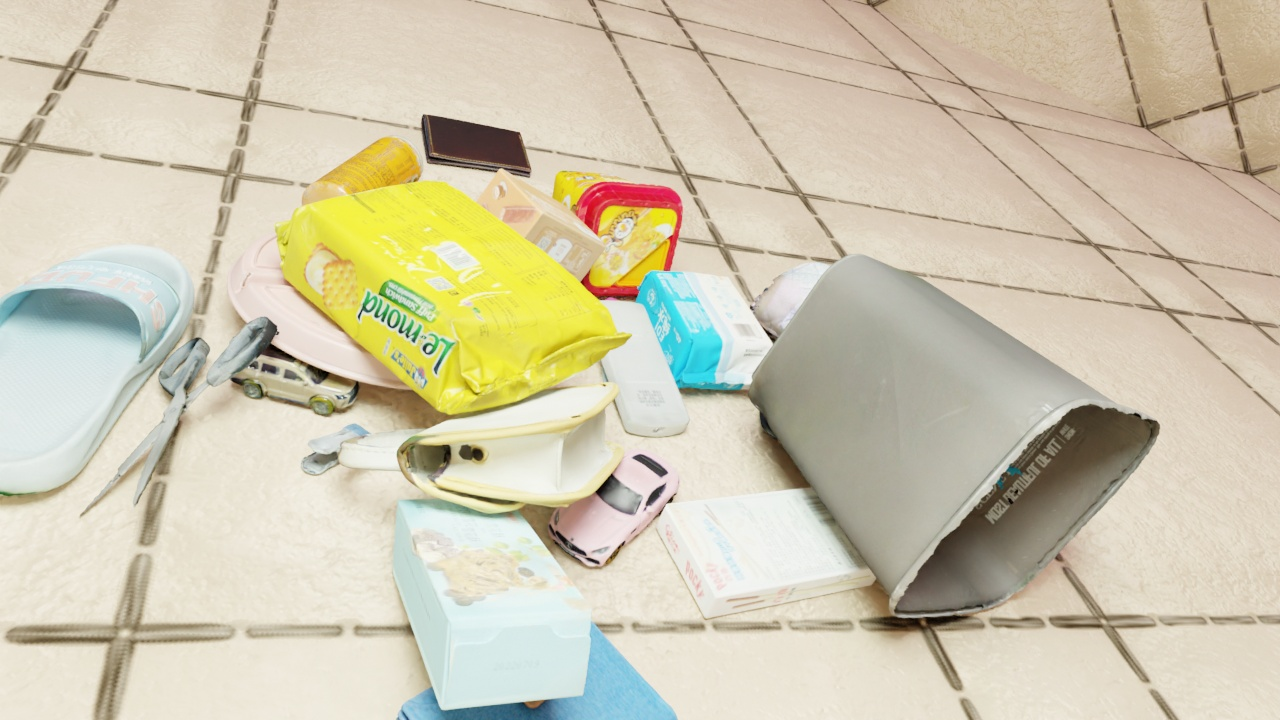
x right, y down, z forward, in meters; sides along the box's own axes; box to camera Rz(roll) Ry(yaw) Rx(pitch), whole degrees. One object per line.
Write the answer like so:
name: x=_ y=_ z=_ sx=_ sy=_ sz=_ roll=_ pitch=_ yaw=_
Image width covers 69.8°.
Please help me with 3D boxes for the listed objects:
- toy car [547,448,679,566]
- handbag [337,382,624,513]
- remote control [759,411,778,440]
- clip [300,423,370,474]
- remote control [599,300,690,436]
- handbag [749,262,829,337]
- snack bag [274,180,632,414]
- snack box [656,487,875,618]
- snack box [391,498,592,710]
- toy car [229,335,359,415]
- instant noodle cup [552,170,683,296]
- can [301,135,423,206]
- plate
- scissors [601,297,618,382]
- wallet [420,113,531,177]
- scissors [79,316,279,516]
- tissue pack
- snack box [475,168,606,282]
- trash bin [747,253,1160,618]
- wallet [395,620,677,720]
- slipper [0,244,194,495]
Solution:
toy car: x=-0.016 y=0.102 z=0.671 sx=0.056 sy=0.037 sz=0.122 roll=32 pitch=37 yaw=19
handbag: x=-0.107 y=0.060 z=0.628 sx=0.179 sy=0.063 sz=0.163 roll=-4 pitch=5 yaw=9
remote control: x=0.134 y=0.038 z=0.841 sx=0.053 sy=0.024 sz=0.136 roll=22 pitch=35 yaw=-2
clip: x=-0.213 y=0.060 z=0.646 sx=0.024 sy=0.029 sz=0.056 roll=34 pitch=30 yaw=17
remote control: x=-0.005 y=0.005 z=0.808 sx=0.058 sy=0.021 sz=0.150 roll=2 pitch=47 yaw=-25
handbag: x=0.221 y=-0.024 z=0.924 sx=0.194 sy=0.076 sz=0.133 roll=38 pitch=39 yaw=25
snack bag: x=-0.143 y=-0.058 z=0.683 sx=0.246 sy=0.068 sz=0.157 roll=36 pitch=39 yaw=27
snack box: x=0.098 y=0.138 z=0.684 sx=0.156 sy=0.027 sz=0.084 roll=-2 pitch=41 yaw=-29
snack box: x=-0.091 y=0.129 z=0.523 sx=0.074 sy=0.052 sz=0.175 roll=2 pitch=12 yaw=-24
toy car: x=-0.254 y=0.010 z=0.680 sx=0.090 sy=0.035 sz=0.042 roll=17 pitch=36 yaw=-8
instant noodle cup: x=-0.035 y=-0.136 z=0.930 sx=0.116 sy=0.116 sz=0.123 roll=-2 pitch=29 yaw=-30
can: x=-0.269 y=-0.172 z=0.899 sx=0.058 sy=0.058 sz=0.145 roll=22 pitch=34 yaw=3
plate: x=-0.215 y=-0.052 z=0.756 sx=0.229 sy=0.028 sz=0.229 roll=19 pitch=26 yaw=-10
scissors: x=-0.024 y=-0.018 z=0.849 sx=0.105 sy=0.017 sz=0.136 roll=-14 pitch=51 yaw=-40
wallet: x=-0.194 y=-0.254 z=1.083 sx=0.122 sy=0.020 sz=0.096 roll=4 pitch=43 yaw=-23
scissors: x=-0.306 y=0.029 z=0.612 sx=0.159 sy=0.014 sz=0.173 roll=-41 pitch=38 yaw=-15
tissue pack: x=0.055 y=-0.027 z=0.856 sx=0.090 sy=0.063 sz=0.140 roll=2 pitch=39 yaw=-26
snack box: x=-0.104 y=-0.100 z=0.821 sx=0.077 sy=0.094 sz=0.092 roll=47 pitch=15 yaw=34
trash bin: x=0.221 y=0.049 z=0.702 sx=0.198 sy=0.199 sz=0.219 roll=12 pitch=29 yaw=-42
wallet: x=-0.055 y=0.202 z=0.515 sx=0.106 sy=0.040 sz=0.132 roll=42 pitch=38 yaw=23
slipper: x=-0.382 y=-0.013 z=0.613 sx=0.104 sy=0.074 sz=0.245 roll=10 pitch=37 yaw=-12
